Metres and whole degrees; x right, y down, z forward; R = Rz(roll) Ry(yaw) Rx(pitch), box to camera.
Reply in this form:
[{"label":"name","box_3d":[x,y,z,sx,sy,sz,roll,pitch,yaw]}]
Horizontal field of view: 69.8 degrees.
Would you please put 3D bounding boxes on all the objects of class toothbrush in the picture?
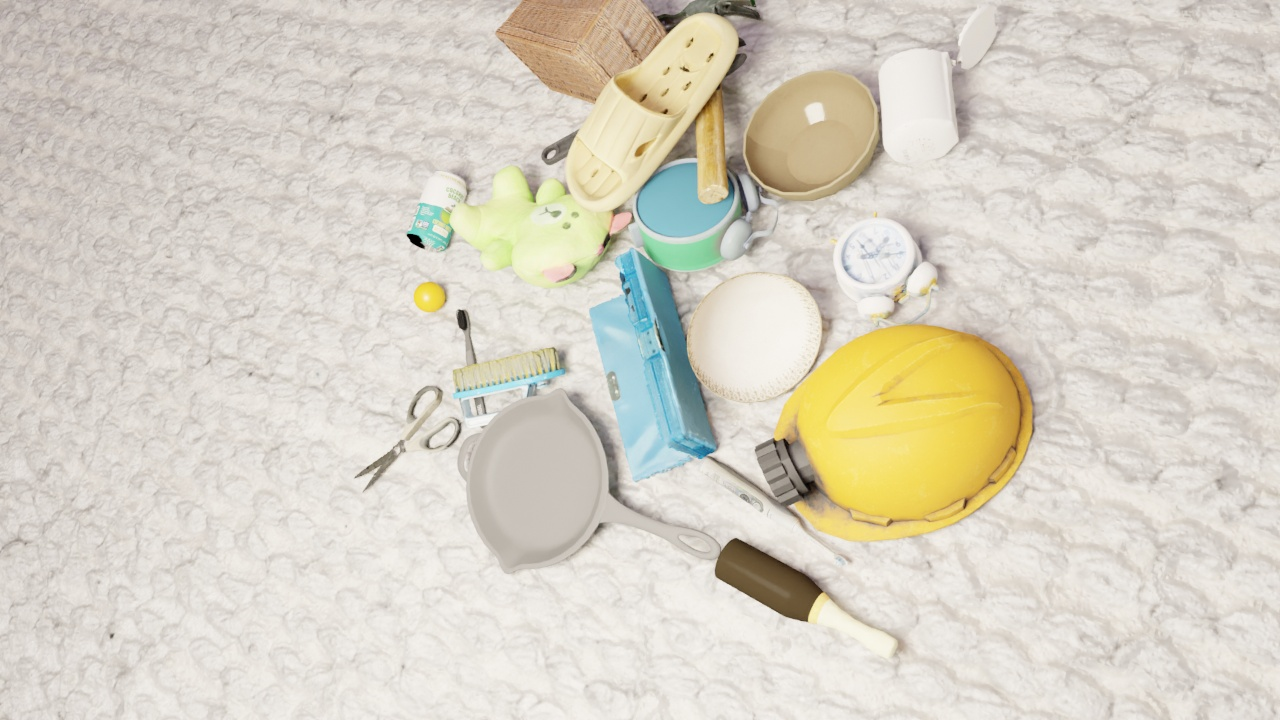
[{"label":"toothbrush","box_3d":[-0.212,0.009,1.155,0.013,0.013,0.167,-22,68,16]},{"label":"toothbrush","box_3d":[0.135,0.153,0.937,0.186,0.024,0.022,34,130,30]}]

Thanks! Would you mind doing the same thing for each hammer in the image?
[{"label":"hammer","box_3d":[0.081,-0.314,1.071,0.132,0.033,0.329,-12,55,19]}]

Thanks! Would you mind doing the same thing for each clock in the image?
[{"label":"clock","box_3d":[0.252,-0.091,0.947,0.089,0.052,0.125,-33,65,11]},{"label":"clock","box_3d":[0.075,-0.162,1.038,0.162,0.075,0.121,5,61,16]}]

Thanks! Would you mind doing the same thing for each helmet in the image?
[{"label":"helmet","box_3d":[0.233,0.054,0.862,0.256,0.131,0.205,-28,63,13]}]

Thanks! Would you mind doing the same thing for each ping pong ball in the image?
[{"label":"ping pong ball","box_3d":[-0.276,-0.083,1.197,0.040,0.040,0.040,-8,70,23]}]

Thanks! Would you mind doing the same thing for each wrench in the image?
[{"label":"wrench","box_3d":[0.000,-0.301,1.074,0.274,0.018,0.073,-25,59,16]}]

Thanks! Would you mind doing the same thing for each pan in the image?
[{"label":"pan","box_3d":[-0.064,0.152,1.017,0.355,0.024,0.216,16,88,31]}]

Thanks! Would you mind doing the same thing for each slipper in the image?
[{"label":"slipper","box_3d":[-0.001,-0.287,1.017,0.261,0.079,0.111,-48,60,7]}]

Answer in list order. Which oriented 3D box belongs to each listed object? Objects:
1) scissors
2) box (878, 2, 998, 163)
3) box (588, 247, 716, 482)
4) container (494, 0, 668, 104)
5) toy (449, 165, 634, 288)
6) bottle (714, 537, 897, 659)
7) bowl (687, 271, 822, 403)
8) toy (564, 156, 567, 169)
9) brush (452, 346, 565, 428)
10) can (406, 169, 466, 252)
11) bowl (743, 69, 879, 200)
[{"label":"scissors","box_3d":[-0.299,0.098,1.165,0.165,0.012,0.150,-8,69,24]},{"label":"box","box_3d":[0.320,-0.291,0.966,0.137,0.084,0.146,-12,67,28]},{"label":"box","box_3d":[-0.007,0.007,1.014,0.112,0.094,0.231,-24,65,19]},{"label":"container","box_3d":[-0.071,-0.400,1.140,0.198,0.113,0.112,32,86,45]},{"label":"toy","box_3d":[-0.122,-0.153,1.120,0.197,0.107,0.149,34,66,21]},{"label":"bottle","box_3d":[0.159,0.233,0.885,0.185,0.045,0.045,24,85,29]},{"label":"bowl","box_3d":[0.112,-0.032,0.967,0.145,0.145,0.063,-45,23,6]},{"label":"toy","box_3d":[-0.058,-0.241,1.133,0.096,0.099,0.053,37,131,52]},{"label":"brush","box_3d":[-0.152,0.032,1.094,0.136,0.055,0.075,-12,94,14]},{"label":"can","box_3d":[-0.271,-0.198,1.225,0.055,0.055,0.101,14,79,28]},{"label":"bowl","box_3d":[0.194,-0.242,1.019,0.153,0.050,0.152,-10,68,27]}]
